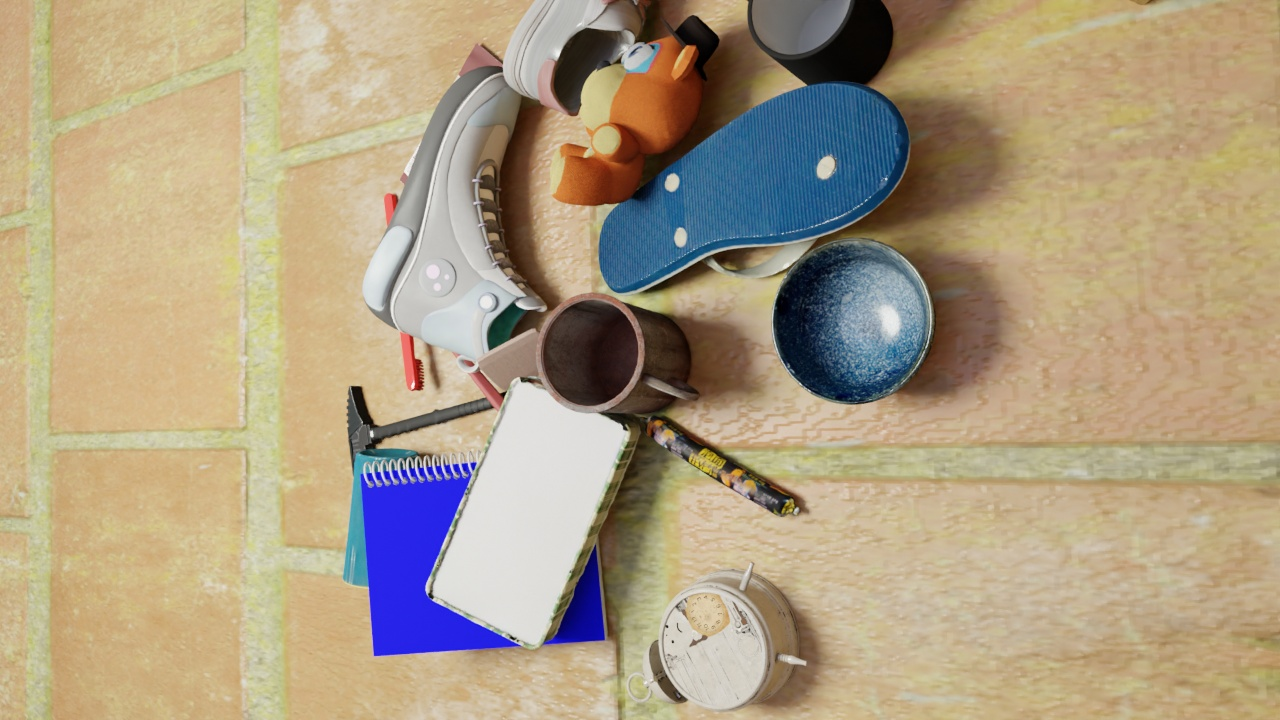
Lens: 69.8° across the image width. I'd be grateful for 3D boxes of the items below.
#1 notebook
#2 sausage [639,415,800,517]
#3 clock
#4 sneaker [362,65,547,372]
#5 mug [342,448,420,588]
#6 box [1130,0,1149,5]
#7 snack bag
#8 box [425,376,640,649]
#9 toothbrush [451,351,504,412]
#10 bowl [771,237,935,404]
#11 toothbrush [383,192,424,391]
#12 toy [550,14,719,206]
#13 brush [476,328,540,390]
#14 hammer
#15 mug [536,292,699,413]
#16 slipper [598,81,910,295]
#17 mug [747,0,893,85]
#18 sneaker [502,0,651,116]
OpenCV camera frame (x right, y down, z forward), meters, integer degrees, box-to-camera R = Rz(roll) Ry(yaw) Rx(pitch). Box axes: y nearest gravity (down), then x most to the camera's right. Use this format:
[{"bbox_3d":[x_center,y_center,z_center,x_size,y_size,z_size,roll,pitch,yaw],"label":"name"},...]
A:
[{"bbox_3d":[-0.140,0.165,0.806,0.209,0.022,0.171,-7,85,9],"label":"notebook"},{"bbox_3d":[0.059,0.083,0.729,0.155,0.020,0.020,30,103,29],"label":"sausage"},{"bbox_3d":[0.047,0.227,0.708,0.157,0.061,0.103,-36,71,24],"label":"clock"},{"bbox_3d":[-0.134,-0.123,0.826,0.160,0.093,0.257,29,97,14],"label":"sneaker"},{"bbox_3d":[-0.242,0.148,0.874,0.078,0.078,0.121,5,94,32],"label":"mug"},{"bbox_3d":[0.306,-0.407,0.456,0.338,0.285,0.279,-37,69,43],"label":"box"},{"bbox_3d":[-0.184,-0.227,0.893,0.057,0.013,0.158,46,111,26],"label":"snack bag"},{"bbox_3d":[-0.089,0.124,0.765,0.118,0.051,0.205,22,90,12],"label":"box"},{"bbox_3d":[-0.164,-0.004,0.860,0.016,0.016,0.190,-48,58,7],"label":"toothbrush"},{"bbox_3d":[0.156,-0.027,0.649,0.115,0.060,0.114,0,89,30],"label":"bowl"},{"bbox_3d":[-0.235,-0.070,0.915,0.012,0.018,0.212,-19,72,26],"label":"toothbrush"},{"bbox_3d":[-0.005,-0.194,0.730,0.176,0.112,0.096,-38,110,8],"label":"toy"},{"bbox_3d":[-0.075,-0.019,0.797,0.136,0.050,0.015,-27,46,11],"label":"brush"},{"bbox_3d":[-0.163,0.038,0.872,0.326,0.015,0.095,-15,80,30],"label":"hammer"},{"bbox_3d":[-0.004,0.004,0.718,0.123,0.110,0.096,29,103,22],"label":"mug"},{"bbox_3d":[0.080,-0.122,0.704,0.296,0.060,0.118,-19,73,43],"label":"slipper"},{"bbox_3d":[0.118,-0.250,0.664,0.113,0.087,0.078,39,108,27],"label":"mug"},{"bbox_3d":[-0.024,-0.305,0.751,0.089,0.099,0.237,44,117,26],"label":"sneaker"}]
